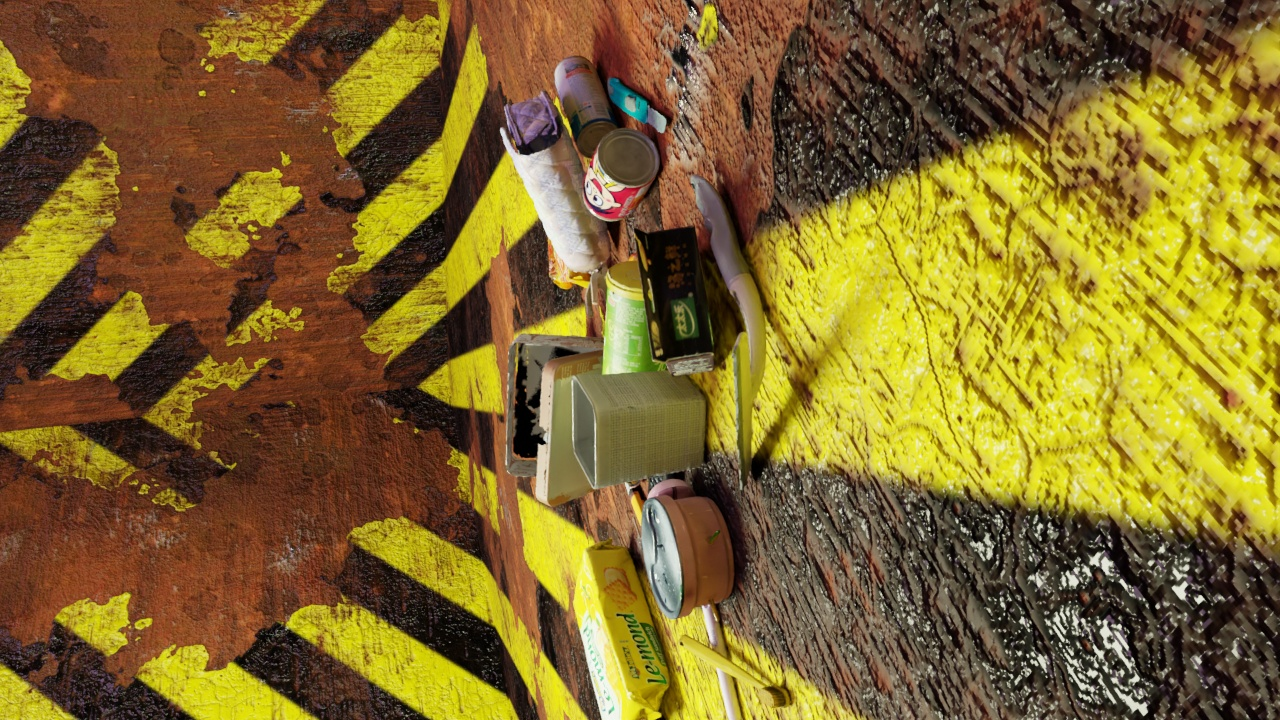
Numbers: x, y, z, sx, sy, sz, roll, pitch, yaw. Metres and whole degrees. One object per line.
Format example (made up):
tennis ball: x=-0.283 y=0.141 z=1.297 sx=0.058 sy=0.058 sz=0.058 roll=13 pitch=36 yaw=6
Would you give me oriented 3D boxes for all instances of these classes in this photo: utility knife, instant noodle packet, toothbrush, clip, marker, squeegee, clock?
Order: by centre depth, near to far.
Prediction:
squeegee: x=0.075 y=-0.054 z=0.735 sx=0.247 sy=0.039 sz=0.246 roll=76 pitch=-175 yaw=-61
toothbrush: x=0.079 y=0.282 z=0.840 sx=0.190 sy=0.016 sz=0.015 roll=178 pitch=93 yaw=-67
toothbrush: x=0.084 y=0.320 z=0.875 sx=0.021 sy=0.029 sz=0.189 roll=35 pitch=-142 yaw=-59
clock: x=0.039 y=0.181 z=0.903 sx=0.158 sy=0.059 sz=0.117 roll=-144 pitch=49 yaw=-66
utility knife: x=-0.006 y=-0.271 z=0.969 sx=0.207 sy=0.013 sz=0.029 roll=-125 pitch=33 yaw=-58
marker: x=-0.009 y=0.161 z=1.137 sx=0.123 sy=0.015 sz=0.018 roll=-117 pitch=27 yaw=-56
clip: x=-0.047 y=-0.107 z=1.138 sx=0.084 sy=0.034 sz=0.104 roll=151 pitch=119 yaw=-76
instant noodle packet: x=-0.101 y=-0.153 z=1.280 sx=0.128 sy=0.044 sz=0.111 roll=-162 pitch=63 yaw=-72

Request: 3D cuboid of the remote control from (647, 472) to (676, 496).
remote control: x=0.025 y=0.151 z=1.001 sx=0.053 sy=0.024 sz=0.137 roll=-125 pitch=32 yaw=-53

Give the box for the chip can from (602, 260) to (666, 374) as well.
chip can: x=-0.006 y=0.006 z=0.966 sx=0.072 sy=0.072 sz=0.222 roll=-119 pitch=28 yaw=-52

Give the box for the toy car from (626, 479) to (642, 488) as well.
toy car: x=-0.015 y=0.096 z=1.097 sx=0.056 sy=0.037 sz=0.122 roll=-112 pitch=9 yaw=-58

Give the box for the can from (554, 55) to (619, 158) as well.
can: x=-0.064 y=-0.300 z=1.081 sx=0.053 sy=0.053 sz=0.134 roll=104 pitch=154 yaw=-50

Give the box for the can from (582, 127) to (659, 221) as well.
can: x=-0.023 y=-0.192 z=0.961 sx=0.094 sy=0.066 sz=0.066 roll=133 pitch=129 yaw=-69

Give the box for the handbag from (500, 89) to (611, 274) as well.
handbag: x=-0.099 y=-0.209 z=1.085 sx=0.194 sy=0.075 sz=0.134 roll=65 pitch=-178 yaw=-47

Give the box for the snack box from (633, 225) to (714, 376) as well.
snack box: x=0.032 y=-0.049 z=0.793 sx=0.125 sy=0.053 sz=0.113 roll=62 pitch=-160 yaw=-82

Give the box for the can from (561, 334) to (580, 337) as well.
can: x=-0.094 y=0.029 z=1.266 sx=0.075 sy=0.075 sz=0.111 roll=110 pitch=150 yaw=-57

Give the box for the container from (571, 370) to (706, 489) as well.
container: x=-0.001 y=0.062 z=0.896 sx=0.090 sy=0.114 sz=0.090 roll=-129 pitch=36 yaw=-61

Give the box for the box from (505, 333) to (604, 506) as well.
box: x=-0.091 y=0.071 z=1.118 sx=0.178 sy=0.153 sz=0.182 roll=-86 pitch=-1 yaw=-79

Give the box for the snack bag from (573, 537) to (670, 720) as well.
snack bag: x=-0.025 y=0.362 z=1.168 sx=0.158 sy=0.068 sz=0.246 roll=102 pitch=155 yaw=-46

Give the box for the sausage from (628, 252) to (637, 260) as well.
sausage: x=-0.017 y=-0.082 z=1.059 sx=0.165 sy=0.021 sz=0.021 roll=120 pitch=141 yaw=-63
